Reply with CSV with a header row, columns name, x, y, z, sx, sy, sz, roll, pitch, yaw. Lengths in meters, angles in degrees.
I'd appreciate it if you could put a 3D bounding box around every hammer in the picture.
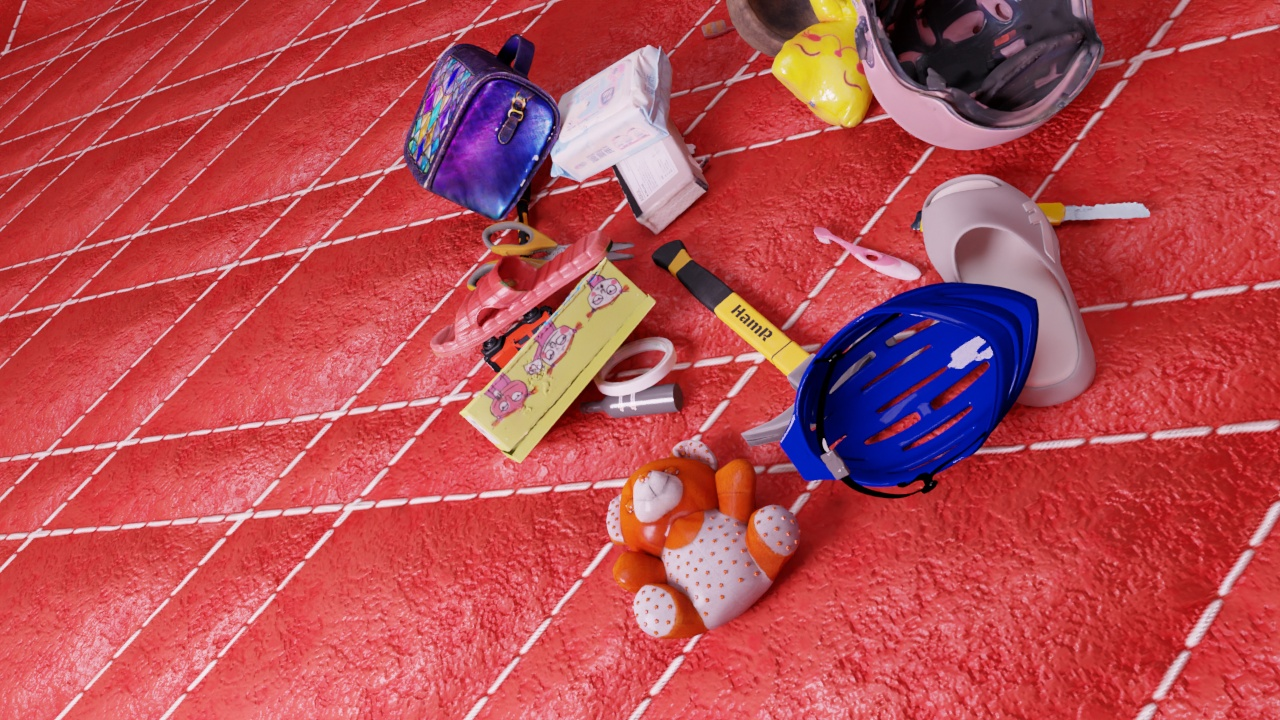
name,x,y,z,sx,sy,sz,roll,pitch,yaw
hammer,0.106,-0.041,0.975,0.170,0.034,0.324,-41,48,-3
hammer,-0.155,-0.212,1.228,0.123,0.036,0.320,-18,54,14

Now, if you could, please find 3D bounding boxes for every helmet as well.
name,x,y,z,sx,sy,sz,roll,pitch,yaw
helmet,0.336,-0.335,0.958,0.230,0.152,0.255,-28,79,-4
helmet,0.218,0.027,0.747,0.242,0.227,0.148,-36,87,21

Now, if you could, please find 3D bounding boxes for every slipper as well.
name,x,y,z,sx,sy,sz,roll,pitch,yaw
slipper,-0.149,-0.090,1.067,0.249,0.059,0.103,-31,21,11
slipper,0.333,-0.085,0.845,0.113,0.080,0.265,-21,56,19

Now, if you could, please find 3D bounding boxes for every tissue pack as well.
name,x,y,z,sx,sy,sz,roll,pitch,yaw
tissue pack,-0.042,-0.303,1.138,0.182,0.070,0.112,-18,57,36
tissue pack,0.024,-0.245,1.144,0.104,0.071,0.181,-39,44,18

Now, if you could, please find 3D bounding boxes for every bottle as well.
name,x,y,z,sx,sy,sz,roll,pitch,yaw
bottle,-0.013,0.045,0.973,0.113,0.030,0.030,-8,55,23

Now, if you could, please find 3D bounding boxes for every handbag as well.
name,x,y,z,sx,sy,sz,roll,pitch,yaw
handbag,-0.202,-0.317,1.192,0.222,0.125,0.205,-59,33,14

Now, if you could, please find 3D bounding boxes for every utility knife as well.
name,x,y,z,sx,sy,sz,roll,pitch,yaw
utility knife,0.380,-0.143,0.910,0.219,0.019,0.030,1,64,33

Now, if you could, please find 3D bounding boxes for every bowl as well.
name,x,y,z,sx,sy,sz,roll,pitch,yaw
bowl,0.180,-0.457,1.158,0.162,0.162,0.070,-54,11,-15

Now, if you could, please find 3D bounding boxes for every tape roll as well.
name,x,y,z,sx,sy,sz,roll,pitch,yaw
tape roll,-0.006,0.006,0.984,0.093,0.013,0.093,-20,27,11

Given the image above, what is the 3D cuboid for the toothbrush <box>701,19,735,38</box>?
name,x,y,z,sx,sy,sz,roll,pitch,yaw
toothbrush,0.173,-0.471,1.252,0.185,0.016,0.015,-8,48,21

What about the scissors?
name,x,y,z,sx,sy,sz,roll,pitch,yaw
scissors,-0.113,-0.120,1.126,0.228,0.016,0.133,9,66,27

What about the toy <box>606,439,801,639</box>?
name,x,y,z,sx,sy,sz,roll,pitch,yaw
toy,0.042,0.152,0.829,0.164,0.093,0.172,-39,48,-1

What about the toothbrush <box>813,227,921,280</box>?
name,x,y,z,sx,sy,sz,roll,pitch,yaw
toothbrush,0.237,-0.112,0.966,0.135,0.016,0.021,33,77,37

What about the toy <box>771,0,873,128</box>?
name,x,y,z,sx,sy,sz,roll,pitch,yaw
toy,0.238,-0.377,1.085,0.193,0.134,0.087,-59,10,-13

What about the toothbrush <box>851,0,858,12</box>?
name,x,y,z,sx,sy,sz,roll,pitch,yaw
toothbrush,0.255,-0.357,1.019,0.010,0.181,0.010,22,71,50

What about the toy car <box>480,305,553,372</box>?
name,x,y,z,sx,sy,sz,roll,pitch,yaw
toy car,-0.133,-0.019,1.065,0.100,0.051,0.049,-37,47,-1

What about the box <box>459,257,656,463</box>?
name,x,y,z,sx,sy,sz,roll,pitch,yaw
box,-0.089,0.000,0.977,0.220,0.082,0.124,-47,7,-14
